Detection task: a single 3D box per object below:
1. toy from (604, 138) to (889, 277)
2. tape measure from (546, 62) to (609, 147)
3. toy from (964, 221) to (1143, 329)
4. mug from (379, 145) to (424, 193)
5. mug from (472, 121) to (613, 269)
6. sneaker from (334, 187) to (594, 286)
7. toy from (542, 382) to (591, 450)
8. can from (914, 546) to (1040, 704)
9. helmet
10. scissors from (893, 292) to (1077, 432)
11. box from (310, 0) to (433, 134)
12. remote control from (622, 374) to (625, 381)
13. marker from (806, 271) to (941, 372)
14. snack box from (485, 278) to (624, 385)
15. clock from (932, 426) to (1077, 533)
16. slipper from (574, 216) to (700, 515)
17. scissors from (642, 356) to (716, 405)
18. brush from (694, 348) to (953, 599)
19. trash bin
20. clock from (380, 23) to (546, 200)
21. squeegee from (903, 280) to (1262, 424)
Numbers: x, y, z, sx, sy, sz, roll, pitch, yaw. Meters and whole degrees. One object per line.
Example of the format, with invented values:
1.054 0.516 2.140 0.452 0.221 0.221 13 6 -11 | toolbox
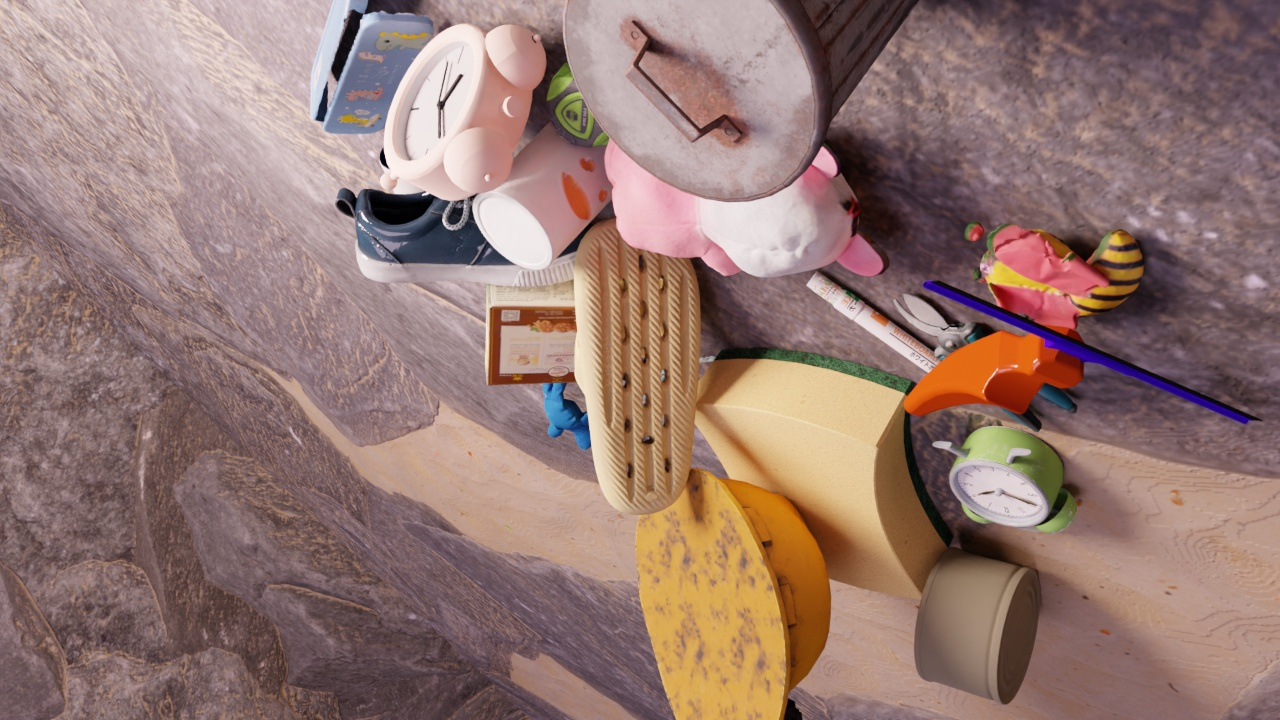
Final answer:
0.067 -0.114 0.660 0.213 0.084 0.142 14 143 40 | toy
-0.041 -0.199 0.710 0.059 0.035 0.066 22 145 8 | tape measure
0.258 -0.055 0.579 0.104 0.046 0.084 6 131 33 | toy
-0.201 -0.174 0.886 0.112 0.078 0.097 50 164 42 | mug
-0.075 -0.138 0.758 0.082 0.105 0.082 27 149 18 | mug
-0.145 -0.121 0.815 0.235 0.089 0.087 -2 130 -5 | sneaker
-0.066 0.068 1.079 0.113 0.070 0.176 19 147 50 | toy
0.313 0.244 0.849 0.073 0.127 0.128 9 140 38 | can
0.104 0.220 0.852 0.206 0.131 0.255 -17 80 56 | helmet
0.257 0.001 0.681 0.150 0.019 0.131 11 139 41 | scissors
-0.245 -0.274 0.829 0.078 0.072 0.211 7 163 -26 | box
-0.014 0.012 0.991 0.147 0.015 0.033 20 146 29 | remote control
0.194 -0.022 0.718 0.145 0.017 0.017 36 150 3 | marker
-0.079 -0.028 0.901 0.143 0.041 0.147 -1 150 -11 | snack box
0.300 0.100 0.747 0.094 0.042 0.119 4 136 46 | clock
-0.005 0.005 0.818 0.079 0.111 0.261 -162 68 -75 | slipper
0.004 0.006 0.914 0.119 0.015 0.139 17 139 -17 | scissors
0.170 0.107 0.863 0.195 0.075 0.250 11 141 39 | brush
0.066 -0.181 0.441 0.131 0.210 0.131 27 149 18 | trash bin
-0.137 -0.192 0.731 0.086 0.131 0.161 22 173 -36 | clock
0.245 0.008 0.627 0.249 0.055 0.185 20 157 -16 | squeegee
